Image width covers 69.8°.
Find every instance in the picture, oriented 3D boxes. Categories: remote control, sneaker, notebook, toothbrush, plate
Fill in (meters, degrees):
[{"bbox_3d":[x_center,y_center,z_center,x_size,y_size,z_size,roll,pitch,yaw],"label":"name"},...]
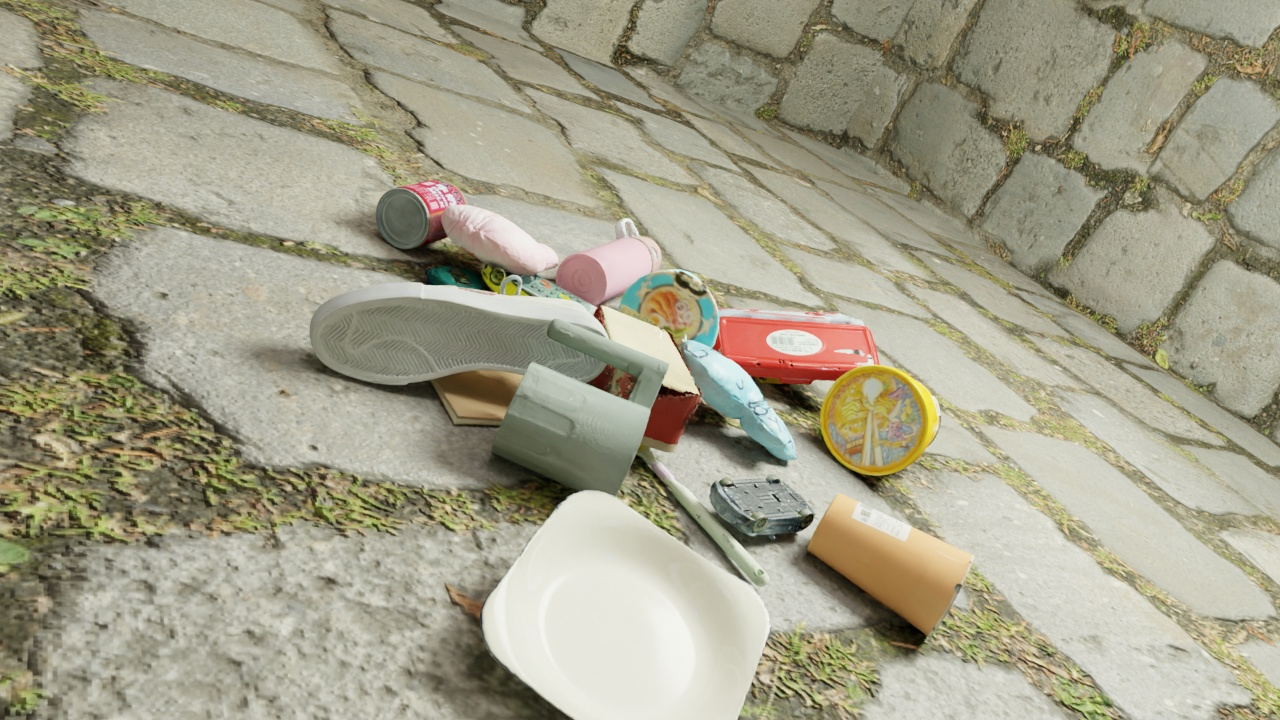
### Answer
[{"bbox_3d":[-0.097,-0.067,1.020,0.135,0.019,0.056,29,23,6],"label":"remote control"},{"bbox_3d":[-0.149,-0.033,0.771,0.242,0.090,0.090,3,30,-20],"label":"sneaker"},{"bbox_3d":[-0.103,0.015,0.852,0.211,0.012,0.149,6,29,-39],"label":"notebook"},{"bbox_3d":[0.045,0.122,0.774,0.029,0.020,0.189,-24,48,-25],"label":"toothbrush"},{"bbox_3d":[-0.009,0.168,0.573,0.164,0.034,0.163,33,36,6],"label":"plate"}]

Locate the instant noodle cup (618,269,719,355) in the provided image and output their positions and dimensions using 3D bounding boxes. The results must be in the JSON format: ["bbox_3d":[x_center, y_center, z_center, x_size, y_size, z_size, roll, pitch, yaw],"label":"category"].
[{"bbox_3d":[0.037,-0.058,1.046,0.111,0.111,0.120,27,16,0],"label":"instant noodle cup"}]

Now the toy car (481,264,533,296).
[{"bbox_3d":[-0.125,-0.060,0.946,0.105,0.032,0.048,39,-2,8],"label":"toy car"}]

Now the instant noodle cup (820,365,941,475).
[{"bbox_3d":[0.277,0.065,1.027,0.118,0.119,0.114,39,19,26],"label":"instant noodle cup"}]

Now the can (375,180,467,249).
[{"bbox_3d":[-0.238,-0.162,1.010,0.066,0.067,0.093,30,23,8],"label":"can"}]

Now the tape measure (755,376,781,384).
[{"bbox_3d":[0.157,0.004,1.128,0.060,0.029,0.057,4,31,-42],"label":"tape measure"}]

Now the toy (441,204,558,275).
[{"bbox_3d":[-0.148,-0.128,0.999,0.121,0.054,0.159,31,9,16],"label":"toy"}]

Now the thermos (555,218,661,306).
[{"bbox_3d":[-0.035,-0.123,1.125,0.067,0.087,0.198,-13,10,26],"label":"thermos"}]

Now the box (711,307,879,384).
[{"bbox_3d":[0.177,-0.031,1.107,0.201,0.065,0.159,3,33,-10],"label":"box"}]

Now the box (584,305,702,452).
[{"bbox_3d":[-0.005,0.005,0.850,0.091,0.078,0.168,20,18,-17],"label":"box"}]

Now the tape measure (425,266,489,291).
[{"bbox_3d":[-0.186,-0.078,0.941,0.058,0.025,0.054,3,31,-42],"label":"tape measure"}]

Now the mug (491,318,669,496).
[{"bbox_3d":[-0.047,0.039,0.729,0.103,0.123,0.084,23,-10,-3],"label":"mug"}]

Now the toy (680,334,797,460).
[{"bbox_3d":[0.095,0.035,0.930,0.156,0.050,0.161,45,4,29],"label":"toy"}]

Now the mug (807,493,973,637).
[{"bbox_3d":[0.210,0.169,0.786,0.123,0.078,0.078,30,23,18],"label":"mug"}]

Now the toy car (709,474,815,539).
[{"bbox_3d":[0.104,0.128,0.795,0.120,0.037,0.054,10,29,-49],"label":"toy car"}]
